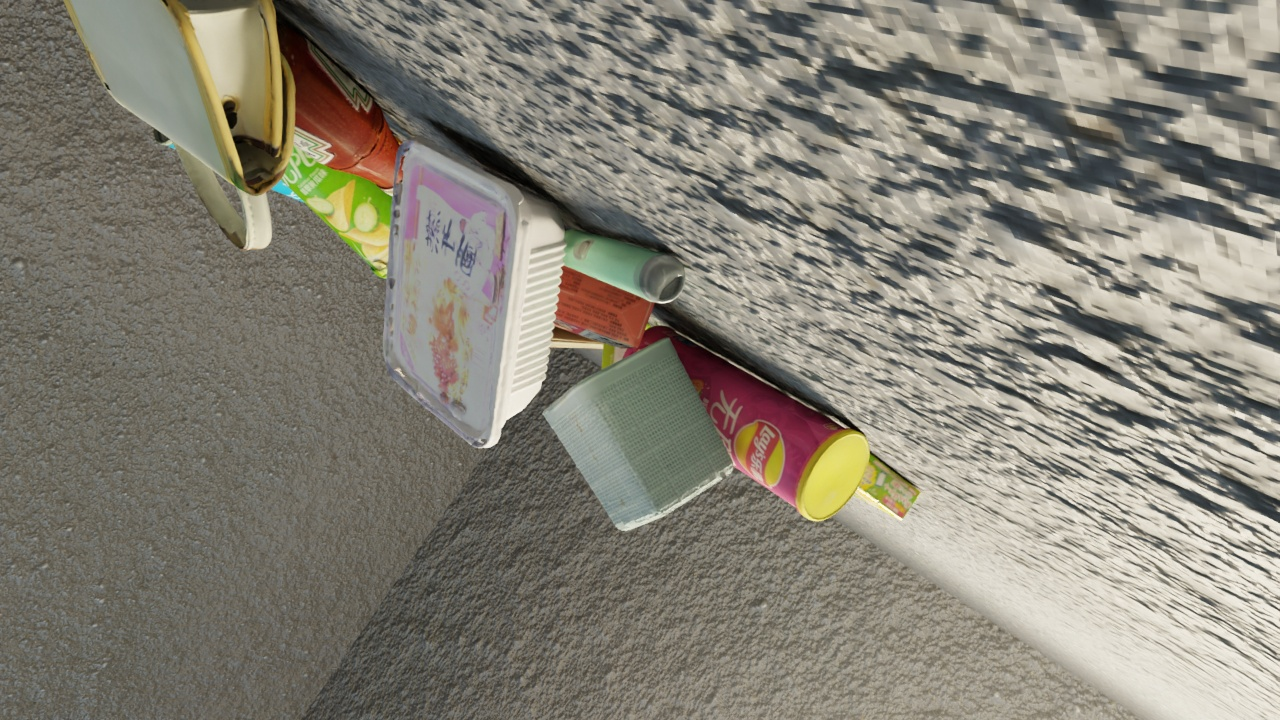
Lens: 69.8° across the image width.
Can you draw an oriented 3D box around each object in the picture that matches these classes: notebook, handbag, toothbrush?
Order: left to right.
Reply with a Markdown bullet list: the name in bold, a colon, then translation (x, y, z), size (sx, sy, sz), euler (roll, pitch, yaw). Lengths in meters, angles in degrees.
- **handbag**: translation (-0.263, -0.157, 0.546), size (0.163, 0.063, 0.179), euler (32, 140, 30)
- **notebook**: translation (-0.081, -0.035, 1.082), size (0.149, 0.012, 0.211), euler (3, -171, -22)
- **toothbrush**: translation (-0.032, -0.067, 0.572), size (0.027, 0.026, 0.224), euler (27, -179, -27)

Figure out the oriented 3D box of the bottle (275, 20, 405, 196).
- **bottle**: translation (-0.205, -0.158, 0.657), size (0.060, 0.059, 0.206), euler (33, 176, 28)

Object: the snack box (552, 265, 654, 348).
- **snack box**: translation (-0.054, -0.047, 0.709), size (0.113, 0.044, 0.127), euler (20, 178, -7)

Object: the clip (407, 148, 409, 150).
- **clip**: translation (-0.187, -0.165, 0.794), size (0.057, 0.015, 0.049), euler (36, 175, 1)

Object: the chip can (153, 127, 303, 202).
- **chip can**: translation (-0.310, -0.181, 0.814), size (0.071, 0.071, 0.210), euler (32, -173, 41)

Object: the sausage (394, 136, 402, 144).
- **sausage**: translation (-0.251, -0.203, 0.805), size (0.165, 0.021, 0.021), euler (31, 176, 41)

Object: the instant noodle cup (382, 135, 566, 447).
- **instant noodle cup**: translation (-0.106, -0.047, 0.596), size (0.060, 0.174, 0.138), euler (-12, -146, -43)

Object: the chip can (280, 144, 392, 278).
- **chip can**: translation (-0.259, -0.161, 0.748), size (0.221, 0.072, 0.072), euler (48, 170, -31)

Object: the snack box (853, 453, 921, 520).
- **snack box**: translation (0.163, 0.084, 0.784), size (0.087, 0.033, 0.140), euler (36, 178, -20)

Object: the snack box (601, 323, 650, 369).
- **snack box**: translation (-0.005, 0.005, 0.870), size (0.026, 0.085, 0.156), euler (0, 169, 13)

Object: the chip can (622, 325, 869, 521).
- **chip can**: translation (0.073, 0.041, 0.715), size (0.211, 0.071, 0.071), euler (32, 176, 43)

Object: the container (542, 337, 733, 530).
- **container**: translation (0.000, 0.059, 0.686), size (0.111, 0.090, 0.090), euler (60, 150, 4)
